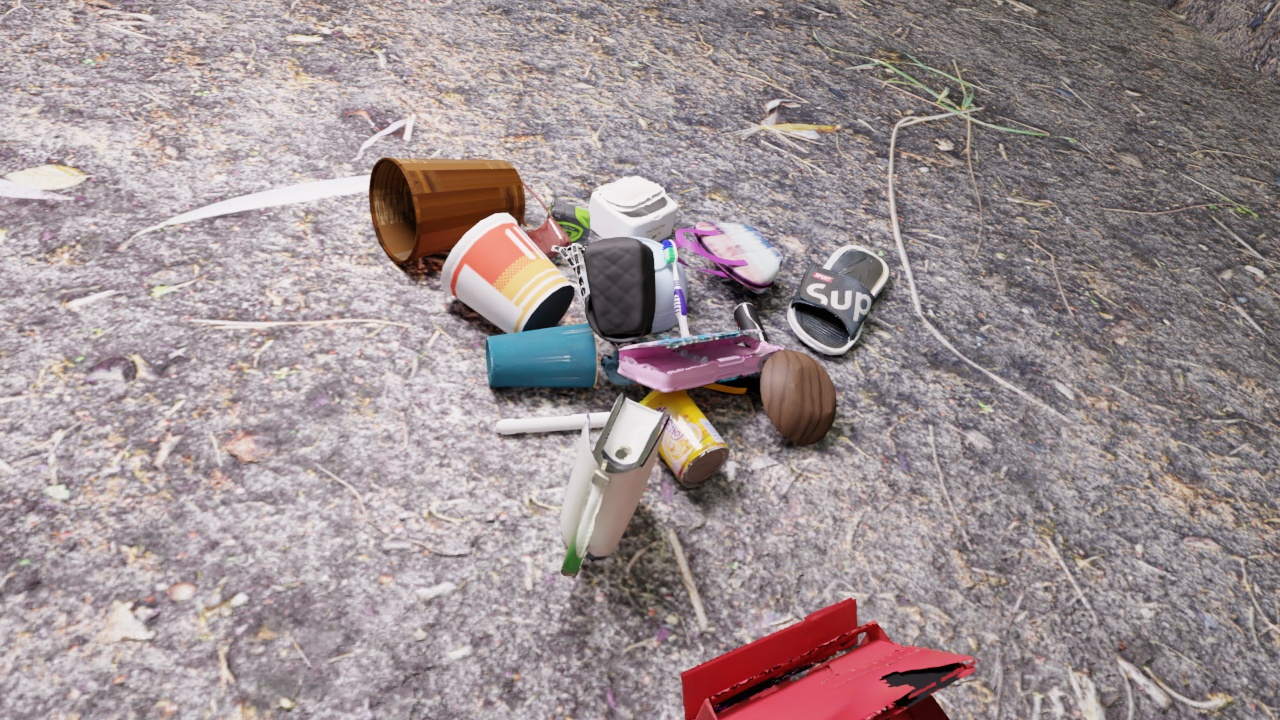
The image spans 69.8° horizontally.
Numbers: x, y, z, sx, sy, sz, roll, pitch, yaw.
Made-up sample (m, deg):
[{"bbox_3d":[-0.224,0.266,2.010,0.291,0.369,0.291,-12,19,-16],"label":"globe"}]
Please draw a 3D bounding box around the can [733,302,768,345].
[{"bbox_3d":[0.148,-0.039,1.214,0.031,0.032,0.080,0,45,-17],"label":"can"}]

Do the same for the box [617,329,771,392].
[{"bbox_3d":[0.076,-0.015,1.082,0.085,0.063,0.229,23,22,38],"label":"box"}]

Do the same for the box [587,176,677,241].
[{"bbox_3d":[-0.009,-0.230,1.313,0.102,0.102,0.107,42,46,23],"label":"box"}]

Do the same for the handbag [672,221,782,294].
[{"bbox_3d":[0.107,-0.144,1.243,0.169,0.068,0.144,1,41,-46],"label":"handbag"}]

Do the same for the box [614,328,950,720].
[{"bbox_3d":[0.125,0.200,0.839,0.212,0.128,0.425,-13,81,-27],"label":"box"}]

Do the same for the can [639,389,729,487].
[{"bbox_3d":[0.046,0.083,1.032,0.067,0.068,0.105,-16,52,-30],"label":"can"}]

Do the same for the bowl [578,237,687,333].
[{"bbox_3d":[-0.003,-0.113,1.213,0.150,0.075,0.150,8,44,-8],"label":"bowl"}]

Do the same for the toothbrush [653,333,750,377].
[{"bbox_3d":[0.080,-0.003,1.168,0.135,0.017,0.021,22,35,6],"label":"toothbrush"}]

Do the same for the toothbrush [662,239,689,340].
[{"bbox_3d":[0.051,-0.066,1.162,0.016,0.015,0.186,0,75,-37],"label":"toothbrush"}]

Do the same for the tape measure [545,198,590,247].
[{"bbox_3d":[-0.101,-0.190,1.272,0.065,0.059,0.035,16,40,-19],"label":"tape measure"}]

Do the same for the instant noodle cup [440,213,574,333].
[{"bbox_3d":[-0.156,-0.093,1.121,0.121,0.124,0.123,41,48,14],"label":"instant noodle cup"}]

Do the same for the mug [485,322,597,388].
[{"bbox_3d":[-0.117,-0.002,1.069,0.121,0.078,0.078,-4,47,-14],"label":"mug"}]

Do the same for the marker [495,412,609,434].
[{"bbox_3d":[-0.098,0.071,1.038,0.133,0.017,0.020,-3,10,-19],"label":"marker"}]

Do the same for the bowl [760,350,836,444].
[{"bbox_3d":[0.200,0.039,1.106,0.119,0.032,0.119,13,66,-32],"label":"bowl"}]

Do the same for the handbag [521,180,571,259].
[{"bbox_3d":[-0.143,-0.195,1.238,0.119,0.055,0.029,60,22,5],"label":"handbag"}]

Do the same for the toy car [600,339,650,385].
[{"bbox_3d":[-0.007,0.007,1.123,0.060,0.028,0.107,26,28,19],"label":"toy car"}]

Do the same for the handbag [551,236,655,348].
[{"bbox_3d":[-0.038,-0.078,1.086,0.115,0.125,0.153,-5,3,3],"label":"handbag"}]

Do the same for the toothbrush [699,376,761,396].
[{"bbox_3d":[0.153,0.033,1.145,0.196,0.031,0.031,9,40,-12],"label":"toothbrush"}]

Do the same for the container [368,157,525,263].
[{"bbox_3d":[-0.248,-0.205,1.202,0.166,0.132,0.132,-16,52,-37],"label":"container"}]

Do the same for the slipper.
[{"bbox_3d":[0.287,-0.102,1.302,0.111,0.063,0.262,30,42,14],"label":"slipper"}]

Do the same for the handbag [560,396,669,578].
[{"bbox_3d":[-0.045,0.133,0.891,0.074,0.152,0.175,23,44,7],"label":"handbag"}]
